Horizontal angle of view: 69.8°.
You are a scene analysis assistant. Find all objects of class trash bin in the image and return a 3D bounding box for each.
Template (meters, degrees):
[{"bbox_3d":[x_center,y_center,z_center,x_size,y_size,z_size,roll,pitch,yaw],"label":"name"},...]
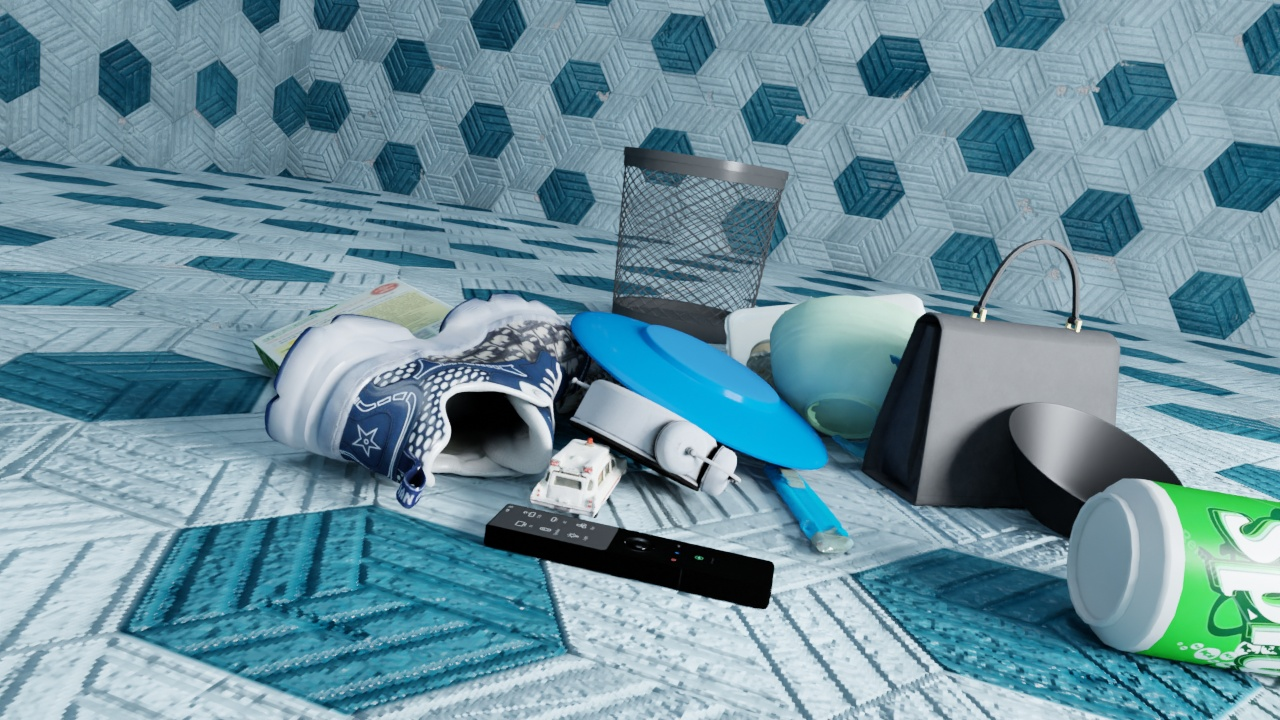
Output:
[{"bbox_3d":[0.070,-0.155,1.231,0.218,0.227,0.217,8,12,-2],"label":"trash bin"}]

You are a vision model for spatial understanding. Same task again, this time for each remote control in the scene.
[{"bbox_3d":[-0.006,0.100,0.480,0.150,0.013,0.034,11,12,9],"label":"remote control"}]

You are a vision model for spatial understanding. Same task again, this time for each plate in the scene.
[{"bbox_3d":[0.051,0.011,0.712,0.224,0.024,0.224,27,14,-7],"label":"plate"}]

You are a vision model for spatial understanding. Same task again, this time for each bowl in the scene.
[{"bbox_3d":[0.179,0.018,0.783,0.151,0.076,0.151,12,-31,7],"label":"bowl"},{"bbox_3d":[0.305,0.088,0.639,0.124,0.053,0.123,12,33,-8],"label":"bowl"}]

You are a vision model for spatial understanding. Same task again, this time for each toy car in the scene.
[{"bbox_3d":[-0.033,0.065,0.554,0.039,0.039,0.113,11,9,7],"label":"toy car"}]

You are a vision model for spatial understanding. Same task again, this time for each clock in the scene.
[{"bbox_3d":[0.011,0.051,0.585,0.123,0.035,0.094,21,-10,39],"label":"clock"}]

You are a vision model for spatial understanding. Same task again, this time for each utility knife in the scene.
[{"bbox_3d":[0.102,0.086,0.634,0.031,0.015,0.220,12,10,-10],"label":"utility knife"}]

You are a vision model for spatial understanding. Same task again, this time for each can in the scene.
[{"bbox_3d":[0.303,0.113,0.469,0.140,0.088,0.087,9,12,2],"label":"can"}]

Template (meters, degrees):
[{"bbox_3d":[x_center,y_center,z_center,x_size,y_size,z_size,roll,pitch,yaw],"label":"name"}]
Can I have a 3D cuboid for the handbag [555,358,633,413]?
[{"bbox_3d":[-0.005,0.005,0.818,0.185,0.047,0.124,4,24,-29],"label":"handbag"}]

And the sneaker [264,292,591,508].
[{"bbox_3d":[-0.097,0.031,0.603,0.132,0.103,0.268,31,21,24],"label":"sneaker"}]

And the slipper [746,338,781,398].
[{"bbox_3d":[0.232,0.005,0.864,0.263,0.115,0.052,2,54,17],"label":"slipper"}]

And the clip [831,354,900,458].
[{"bbox_3d":[0.201,0.058,0.729,0.120,0.122,0.033,-27,25,-12],"label":"clip"}]

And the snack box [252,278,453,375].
[{"bbox_3d":[-0.214,-0.014,0.716,0.131,0.027,0.168,-29,30,-26],"label":"snack box"}]

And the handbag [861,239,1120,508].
[{"bbox_3d":[0.280,0.007,0.691,0.175,0.196,0.072,5,13,-20],"label":"handbag"}]

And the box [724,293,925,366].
[{"bbox_3d":[0.200,-0.004,0.976,0.211,0.105,0.129,-7,-33,12],"label":"box"}]
